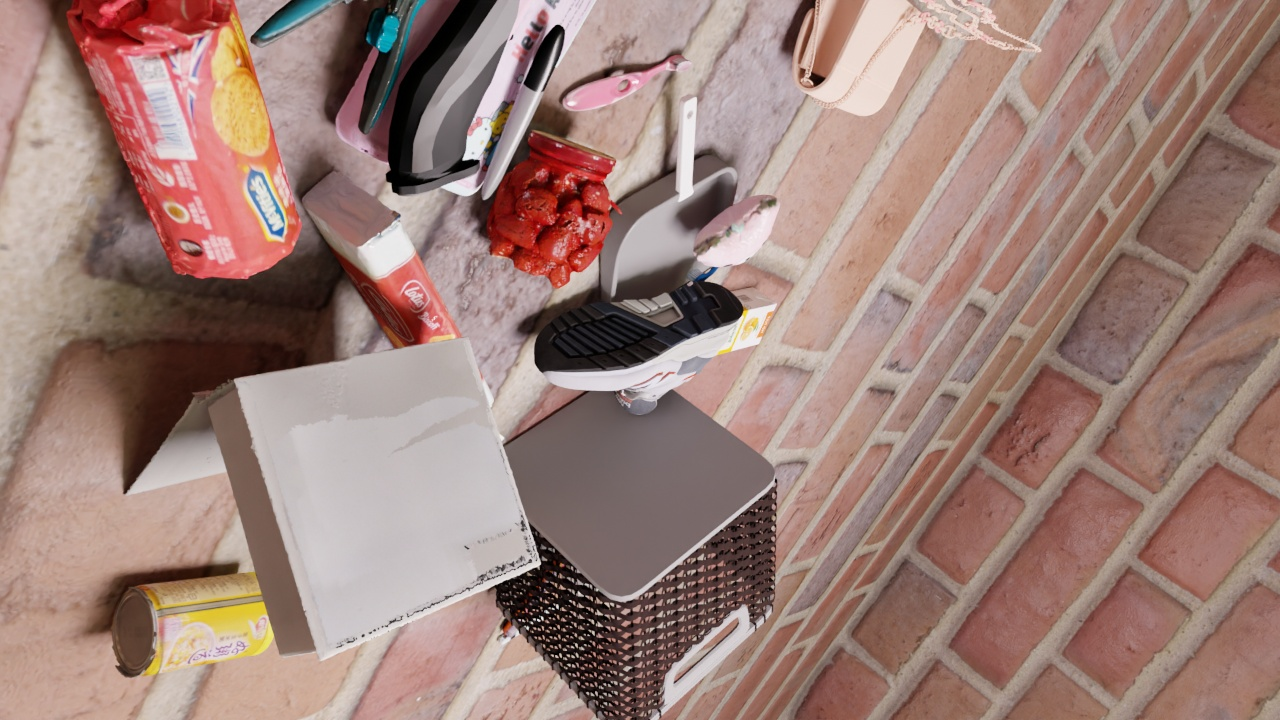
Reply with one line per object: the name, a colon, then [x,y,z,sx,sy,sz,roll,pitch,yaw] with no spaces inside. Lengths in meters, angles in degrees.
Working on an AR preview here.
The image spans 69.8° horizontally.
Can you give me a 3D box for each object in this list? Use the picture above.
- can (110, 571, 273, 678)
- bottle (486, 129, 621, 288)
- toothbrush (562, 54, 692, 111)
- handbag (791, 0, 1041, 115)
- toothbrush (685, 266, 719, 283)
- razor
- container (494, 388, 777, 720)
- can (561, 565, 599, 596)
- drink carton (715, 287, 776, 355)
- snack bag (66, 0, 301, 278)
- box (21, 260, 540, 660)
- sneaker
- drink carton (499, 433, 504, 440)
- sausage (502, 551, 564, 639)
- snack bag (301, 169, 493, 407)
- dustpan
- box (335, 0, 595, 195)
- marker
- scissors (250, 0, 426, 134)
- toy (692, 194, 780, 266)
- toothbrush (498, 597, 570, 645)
can: [-0.344,0.203,0.713,0.105,0.067,0.068,9,116,-56]
bottle: [-0.067,-0.117,0.725,0.098,0.099,0.111,2,111,-54]
toothbrush: [-0.009,-0.227,0.747,0.134,0.016,0.022,-31,136,-32]
handbag: [0.249,-0.279,0.868,0.198,0.187,0.117,-7,122,-56]
toothbrush: [0.092,-0.111,0.989,0.134,0.017,0.022,-36,159,-42]
razor: [-0.111,-0.173,0.556,0.060,0.057,0.156,13,107,-27]
container: [-0.010,0.195,0.989,0.246,0.245,0.244,-33,142,-29]
can: [-0.043,0.263,1.191,0.120,0.067,0.067,4,119,-56]
drink carton: [0.104,-0.046,1.077,0.122,0.040,0.059,-14,134,-47]
snack bag: [-0.241,-0.122,0.493,0.082,0.082,0.177,-32,144,-30]
box: [-0.272,0.023,0.656,0.166,0.446,0.165,-13,122,-48]
sneaker: [-0.006,0.005,0.912,0.239,0.089,0.125,-18,145,-33]
drink carton: [-0.188,0.088,0.808,0.122,0.058,0.041,-46,150,-8]
sausage: [-0.129,0.288,1.148,0.155,0.020,0.020,-54,150,5]
snack bag: [-0.170,-0.037,0.675,0.041,0.077,0.225,-45,150,-18]
dustpan: [0.031,-0.142,0.878,0.162,0.033,0.258,-34,146,-27]
box: [-0.102,-0.209,0.617,0.201,0.041,0.153,-56,151,10]
marker: [-0.085,-0.176,0.658,0.139,0.016,0.022,-59,-170,27]
scissors: [-0.156,-0.200,0.512,0.117,0.019,0.148,-8,128,-53]
toy: [0.094,-0.123,0.923,0.099,0.052,0.096,-35,170,-4]
toothbrush: [-0.111,0.329,1.221,0.186,0.017,0.012,-24,127,-38]
